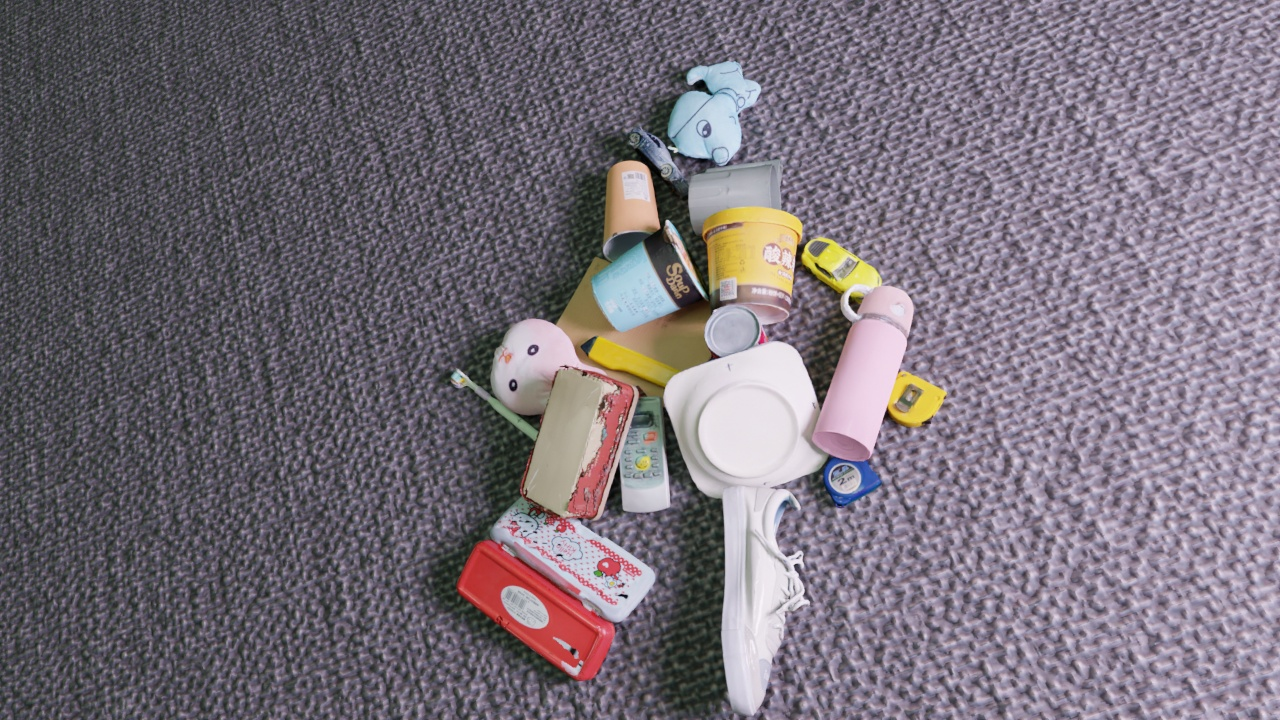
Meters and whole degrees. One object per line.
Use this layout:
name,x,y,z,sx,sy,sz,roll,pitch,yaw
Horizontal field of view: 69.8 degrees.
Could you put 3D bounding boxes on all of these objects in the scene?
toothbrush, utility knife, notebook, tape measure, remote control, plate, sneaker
toothbrush,-0.173,0.068,1.170,0.189,0.029,0.020,34,41,24
utility knife,-0.007,0.007,1.130,0.154,0.015,0.033,23,83,23
notebook,-0.006,-0.036,1.163,0.212,0.012,0.149,24,77,23
tape measure,0.303,0.044,1.022,0.060,0.029,0.057,31,81,26
remote control,0.003,0.110,1.077,0.056,0.019,0.135,-5,82,12
plate,0.118,0.073,1.017,0.164,0.034,0.163,-19,103,10
tape measure,0.230,0.130,1.013,0.058,0.025,0.054,-29,61,0
sneaker,0.133,0.248,0.968,0.091,0.089,0.241,-3,62,12

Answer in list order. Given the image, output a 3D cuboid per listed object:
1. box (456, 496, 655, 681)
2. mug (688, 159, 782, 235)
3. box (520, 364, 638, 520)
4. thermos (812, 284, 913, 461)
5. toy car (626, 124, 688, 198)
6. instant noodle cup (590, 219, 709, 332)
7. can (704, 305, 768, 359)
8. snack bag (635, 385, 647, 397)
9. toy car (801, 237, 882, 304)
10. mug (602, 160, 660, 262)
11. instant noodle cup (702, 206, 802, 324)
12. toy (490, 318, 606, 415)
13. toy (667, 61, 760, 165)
box,-0.101,0.253,1.054,0.201,0.065,0.159,28,76,24
mug,0.123,-0.212,1.162,0.103,0.084,0.123,-3,41,18
box,-0.075,0.095,1.061,0.091,0.077,0.168,20,95,38
thermos,0.243,0.006,1.019,0.087,0.067,0.198,27,68,-9
toy car,0.026,-0.264,1.219,0.037,0.054,0.120,-38,63,2
instant noodle cup,0.007,-0.096,1.124,0.120,0.111,0.111,-27,63,12
can,0.116,-0.017,1.069,0.067,0.094,0.066,-6,68,15
snack bag,-0.029,0.078,1.112,0.104,0.026,0.048,-43,67,5
toy car,0.241,-0.111,1.102,0.105,0.032,0.048,40,84,25
mug,-0.012,-0.195,1.194,0.078,0.078,0.122,-10,62,13
instant noodle cup,0.131,-0.109,1.094,0.119,0.118,0.114,0,76,17
toy,-0.116,0.020,1.148,0.159,0.054,0.121,29,93,18
toy,0.093,-0.330,1.227,0.156,0.050,0.161,-32,64,-5
